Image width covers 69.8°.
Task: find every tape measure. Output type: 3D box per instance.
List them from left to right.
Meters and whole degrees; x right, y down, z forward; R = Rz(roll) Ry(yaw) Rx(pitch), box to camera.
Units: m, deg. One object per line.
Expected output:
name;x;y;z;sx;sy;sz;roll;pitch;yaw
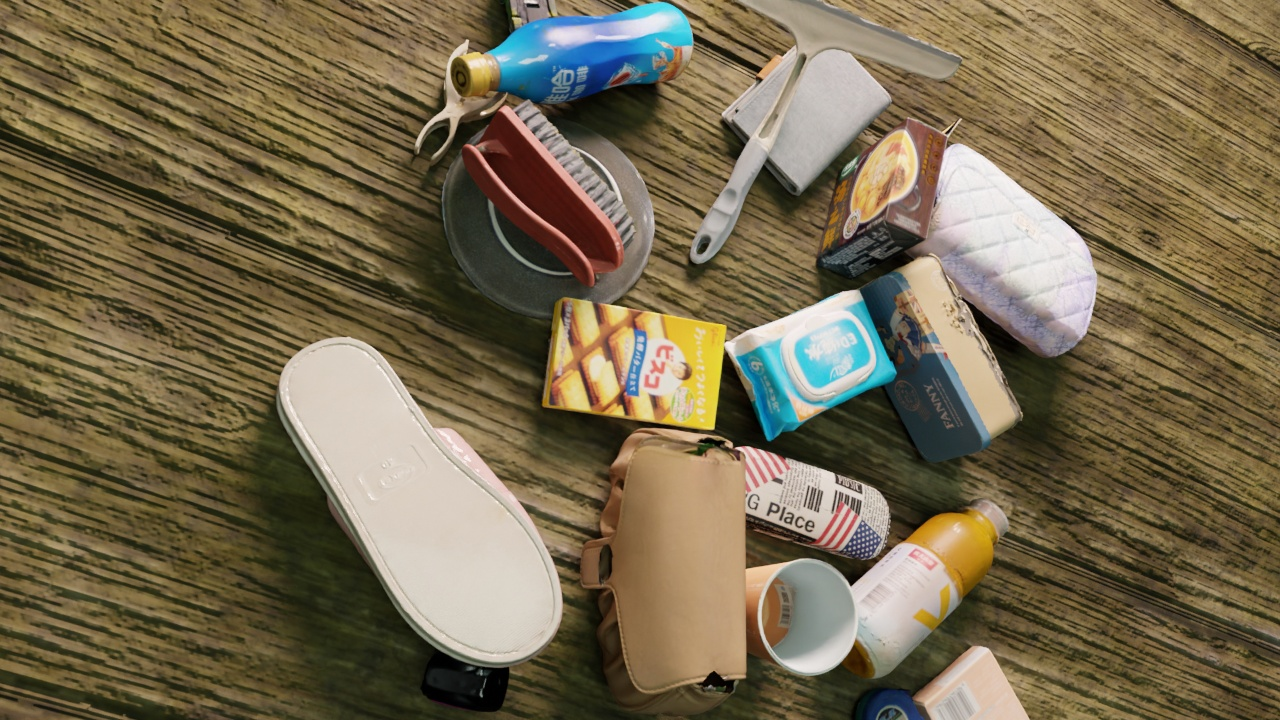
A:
tape measure;-0.121;0.221;0.641;0.057;0.058;0.039;9;72;6
tape measure;0.203;0.298;0.755;0.058;0.025;0.054;-25;86;-26

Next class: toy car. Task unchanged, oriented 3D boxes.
toy car;-0.094;-0.297;0.773;0.043;0.036;0.091;-6;81;-19

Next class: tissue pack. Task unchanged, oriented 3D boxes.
tissue pack;0.144;0.002;0.777;0.139;0.063;0.090;-23;86;-22

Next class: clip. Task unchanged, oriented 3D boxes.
clip;-0.153;-0.214;0.738;0.103;0.035;0.092;-35;95;-14

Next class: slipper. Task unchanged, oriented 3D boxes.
slipper;-0.160;0.100;0.654;0.114;0.055;0.274;-38;82;-25

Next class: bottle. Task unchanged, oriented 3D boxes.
bottle;-0.052;-0.243;0.734;0.218;0.065;0.065;-24;87;-37
bottle;0.235;0.184;0.767;0.189;0.068;0.068;-34;91;-22

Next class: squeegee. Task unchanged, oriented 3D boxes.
squeegee;0.106;-0.192;0.796;0.246;0.039;0.246;27;92;13

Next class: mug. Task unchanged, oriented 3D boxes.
mug;0.098;0.188;0.689;0.078;0.123;0.078;4;78;-18

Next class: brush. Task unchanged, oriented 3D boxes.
brush;-0.069;-0.123;0.706;0.146;0.063;0.069;47;57;-6

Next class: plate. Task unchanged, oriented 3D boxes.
plate;-0.071;-0.122;0.751;0.179;0.024;0.179;4;77;-19

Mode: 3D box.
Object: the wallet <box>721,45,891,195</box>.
wallet;0.151;-0.231;0.842;0.129;0.037;0.106;-45;94;-10

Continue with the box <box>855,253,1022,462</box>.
box;0.256;0.004;0.801;0.059;0.090;0.184;-23;82;-24

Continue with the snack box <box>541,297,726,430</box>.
snack box;-0.004;0.004;0.735;0.140;0.034;0.087;10;84;-18

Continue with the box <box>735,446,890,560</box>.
box;0.131;0.120;0.764;0.164;0.057;0.071;21;89;-13

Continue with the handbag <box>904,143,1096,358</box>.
handbag;0.329;-0.105;0.848;0.194;0.076;0.133;33;57;-11

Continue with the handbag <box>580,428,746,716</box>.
handbag;0.017;0.147;0.656;0.099;0.148;0.204;7;72;-20

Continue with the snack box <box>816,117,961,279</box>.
snack box;0.216;-0.147;0.807;0.053;0.113;0.125;21;72;-14

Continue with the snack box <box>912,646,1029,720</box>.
snack box;0.300;0.334;0.779;0.084;0.026;0.157;-29;89;-22
